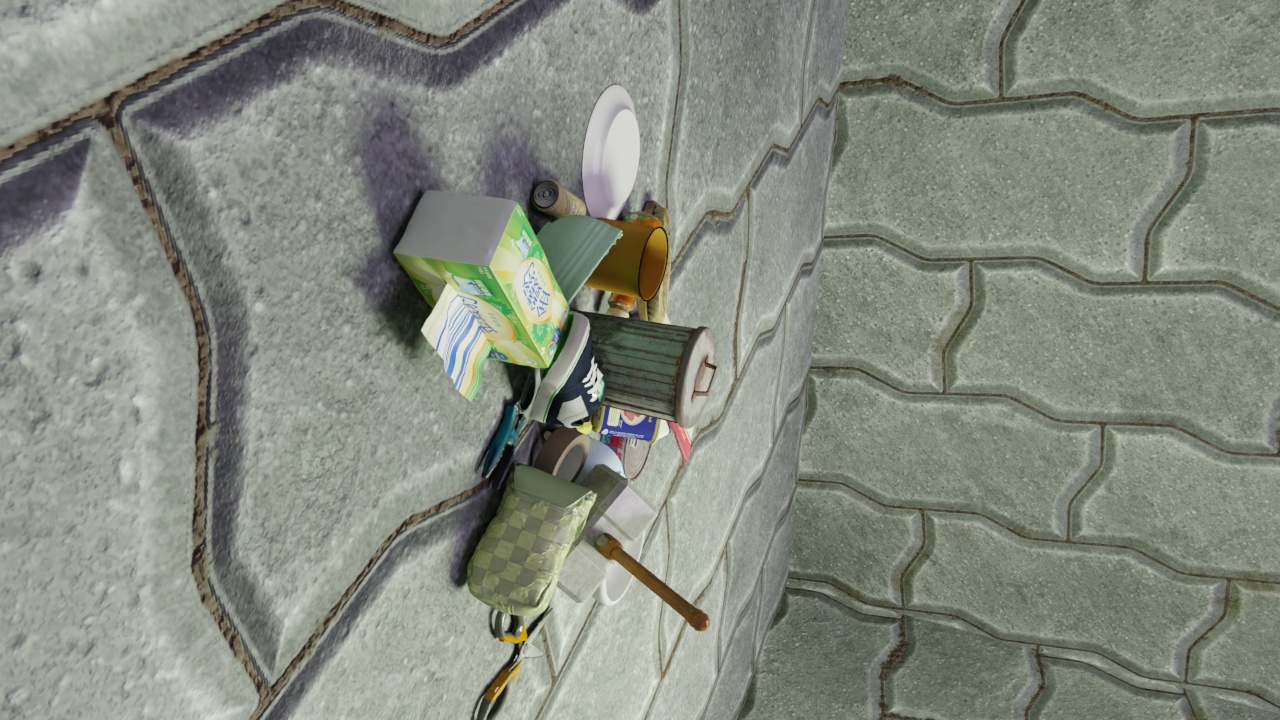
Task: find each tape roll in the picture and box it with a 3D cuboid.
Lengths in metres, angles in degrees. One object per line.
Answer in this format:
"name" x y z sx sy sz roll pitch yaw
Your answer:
"tape roll" -0.106 0.134 1.220 0.093 0.030 0.094 -51 156 -33

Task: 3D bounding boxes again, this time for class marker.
"marker" -0.099 0.098 1.267 0.021 0.017 0.123 -37 168 17

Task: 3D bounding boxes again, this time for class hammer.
"hammer" -0.008 0.254 1.127 0.162 0.318 0.083 -49 121 -11

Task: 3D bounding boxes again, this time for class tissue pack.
"tissue pack" -0.157 -0.047 0.885 0.198 0.120 0.141 59 43 -54

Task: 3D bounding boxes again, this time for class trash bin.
"trash bin" -0.007 0.007 1.183 0.130 0.211 0.131 12 89 -71

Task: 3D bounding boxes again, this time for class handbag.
"handbag" -0.135 0.220 1.119 0.117 0.113 0.186 94 18 -63

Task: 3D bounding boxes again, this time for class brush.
"brush" 0.021 -0.149 1.422 0.059 0.043 0.195 -7 100 -72

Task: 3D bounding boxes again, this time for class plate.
"plate" -0.032 -0.277 1.253 0.188 0.016 0.188 12 89 -71

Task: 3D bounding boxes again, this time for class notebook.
"notebook" 0.055 0.041 1.499 0.152 0.012 0.209 -76 152 -51

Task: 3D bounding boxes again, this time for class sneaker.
"sneaker" -0.072 0.017 1.062 0.236 0.079 0.084 119 -12 -63

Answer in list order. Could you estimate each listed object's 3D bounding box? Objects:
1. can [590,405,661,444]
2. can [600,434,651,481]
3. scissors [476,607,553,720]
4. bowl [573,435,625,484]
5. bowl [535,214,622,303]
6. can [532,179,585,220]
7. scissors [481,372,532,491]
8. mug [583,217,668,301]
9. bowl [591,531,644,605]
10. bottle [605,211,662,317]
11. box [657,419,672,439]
"can" -0.017 0.059 1.352 0.056 0.092 0.116 -165 -94 -71
"can" -0.020 0.126 1.473 0.130 0.044 0.130 12 89 -71
"scissors" -0.170 0.406 1.245 0.225 0.016 0.216 69 36 -61
"bowl" -0.067 0.187 1.325 0.150 0.075 0.150 12 89 -71
"bowl" -0.093 -0.108 1.042 0.151 0.077 0.150 -52 -173 8
"can" -0.096 -0.186 1.086 0.079 0.038 0.038 18 83 -71
"scissors" -0.157 0.085 1.095 0.143 0.019 0.127 -44 140 -62
"mug" -0.020 -0.142 1.242 0.123 0.094 0.101 -42 141 -58
"bowl" -0.053 0.289 1.437 0.176 0.066 0.176 12 89 -71
"bottle" -0.015 -0.129 1.319 0.059 0.059 0.167 44 60 -68
"box" 0.030 0.027 1.494 0.208 0.037 0.189 -9 93 -73
